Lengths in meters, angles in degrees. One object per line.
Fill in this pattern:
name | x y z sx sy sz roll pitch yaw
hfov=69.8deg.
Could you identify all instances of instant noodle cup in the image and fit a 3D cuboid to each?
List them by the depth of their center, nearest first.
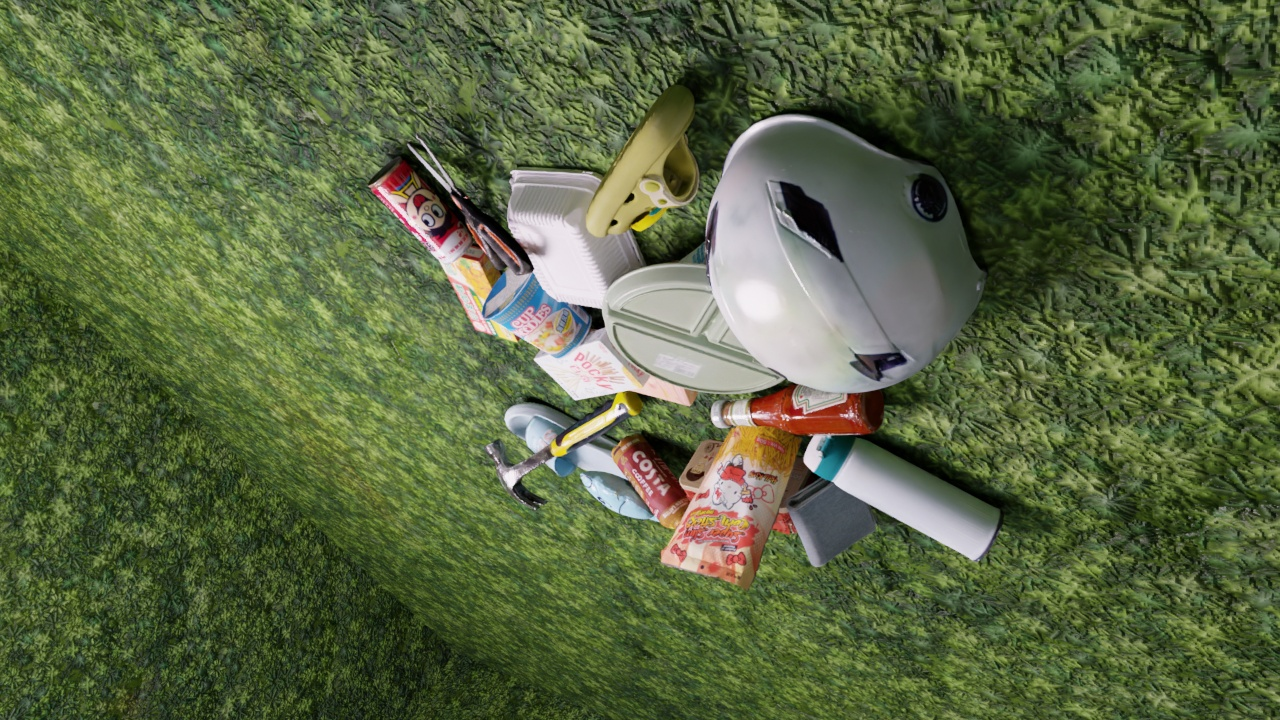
instant noodle cup | -0.075 -0.125 1.010 0.138 0.060 0.173 11 146 33
instant noodle cup | -0.121 -0.060 1.128 0.110 0.099 0.099 38 151 -26

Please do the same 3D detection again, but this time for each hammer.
hammer | -0.110 0.123 1.344 0.324 0.031 0.126 -33 84 40

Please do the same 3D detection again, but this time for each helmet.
helmet | 0.153 -0.067 0.791 0.230 0.145 0.258 -10 130 50

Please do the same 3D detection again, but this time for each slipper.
slipper | 0.012 -0.166 0.838 0.081 0.091 0.191 33 148 -6
slipper | -0.106 0.146 1.433 0.245 0.074 0.104 23 151 12

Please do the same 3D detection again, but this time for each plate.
plate | 0.067 -0.026 0.998 0.230 0.027 0.231 12 149 7

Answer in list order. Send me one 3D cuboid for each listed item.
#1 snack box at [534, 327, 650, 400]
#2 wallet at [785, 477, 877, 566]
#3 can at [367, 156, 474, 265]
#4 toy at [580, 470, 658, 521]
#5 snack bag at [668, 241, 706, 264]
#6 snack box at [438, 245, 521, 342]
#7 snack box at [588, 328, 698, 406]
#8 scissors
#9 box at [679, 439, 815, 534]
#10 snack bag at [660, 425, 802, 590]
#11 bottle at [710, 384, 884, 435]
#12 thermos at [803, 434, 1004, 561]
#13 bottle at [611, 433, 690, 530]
snack box | -0.063 0.007 1.175 0.084 0.026 0.157 47 148 -22
wallet | 0.242 0.190 1.152 0.037 0.106 0.130 51 172 50
can | -0.264 -0.180 1.112 0.053 0.053 0.133 -7 133 48
toy | -0.020 0.207 1.371 0.161 0.049 0.156 28 170 -3
snack bag | 0.065 -0.101 0.946 0.048 0.026 0.104 51 147 -9
snack box | -0.210 -0.091 1.221 0.077 0.027 0.156 17 147 28
snack box | -0.007 0.007 1.176 0.157 0.026 0.084 14 145 29
scissors | -0.192 -0.164 1.035 0.221 0.021 0.230 42 168 34
box | 0.145 0.172 1.215 0.169 0.091 0.078 8 140 37
snack bag | 0.116 0.173 1.126 0.129 0.207 0.073 8 147 39
bottle | 0.170 0.057 1.034 0.207 0.059 0.060 -6 133 41
thermos | 0.298 0.148 1.060 0.224 0.073 0.073 28 151 8
bottle | 0.027 0.182 1.303 0.175 0.057 0.057 49 162 32
